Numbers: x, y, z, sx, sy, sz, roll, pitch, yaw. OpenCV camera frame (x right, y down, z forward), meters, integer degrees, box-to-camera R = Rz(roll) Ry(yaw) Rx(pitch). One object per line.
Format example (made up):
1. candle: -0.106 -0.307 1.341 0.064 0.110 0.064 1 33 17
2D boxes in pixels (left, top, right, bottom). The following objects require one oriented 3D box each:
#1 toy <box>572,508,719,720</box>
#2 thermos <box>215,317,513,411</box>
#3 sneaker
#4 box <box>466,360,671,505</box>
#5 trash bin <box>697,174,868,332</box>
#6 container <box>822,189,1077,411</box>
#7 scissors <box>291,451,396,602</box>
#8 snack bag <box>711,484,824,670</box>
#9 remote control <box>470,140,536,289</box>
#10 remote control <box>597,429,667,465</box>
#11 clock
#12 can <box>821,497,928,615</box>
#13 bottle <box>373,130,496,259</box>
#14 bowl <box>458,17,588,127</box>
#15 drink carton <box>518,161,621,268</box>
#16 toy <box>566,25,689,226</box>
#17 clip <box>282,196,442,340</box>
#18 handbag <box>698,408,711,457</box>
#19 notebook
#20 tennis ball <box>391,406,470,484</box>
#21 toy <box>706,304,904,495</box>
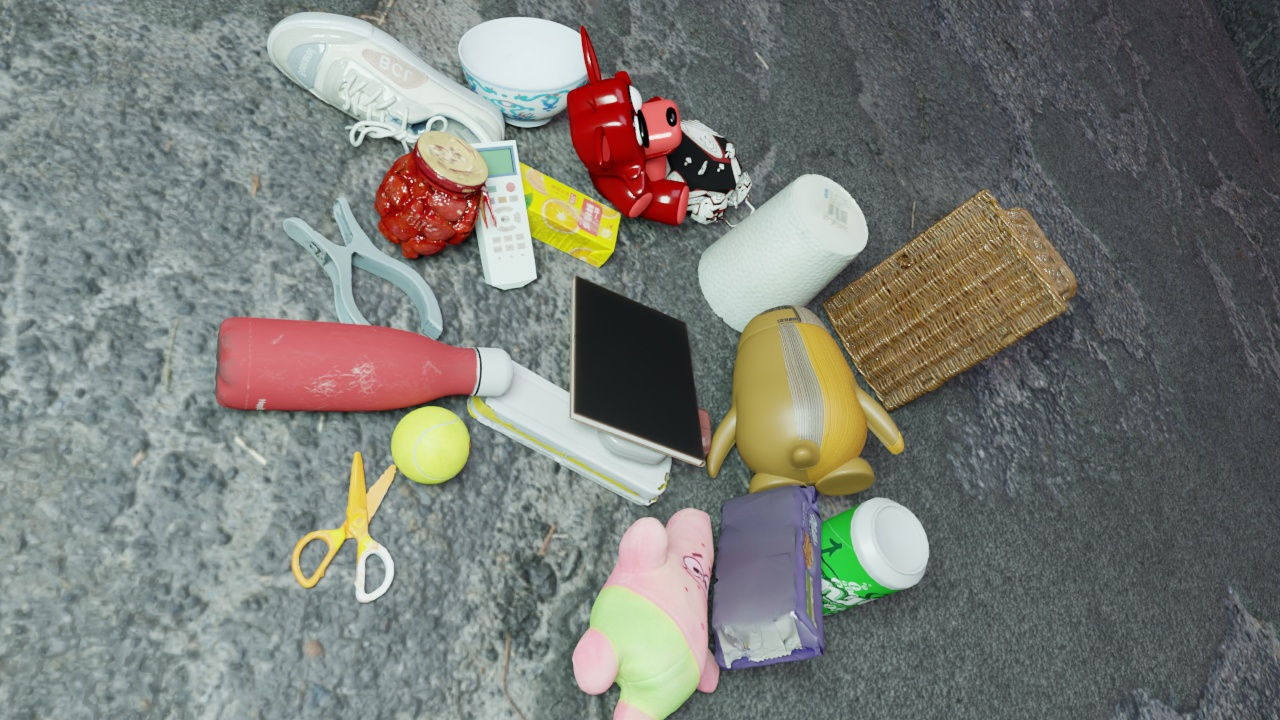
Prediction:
1. toy: 0.022 0.214 0.806 0.192 0.097 0.236 67 32 -25
2. thermos: -0.223 0.007 0.767 0.239 0.073 0.073 3 63 -27
3. sneaker: -0.244 -0.253 0.897 0.242 0.090 0.090 23 38 -25
4. box: -0.063 0.068 0.874 0.209 0.033 0.064 30 49 -16
5. trash bin: 0.164 -0.122 1.042 0.133 0.162 0.133 15 57 -25
6. container: 0.391 -0.077 1.123 0.182 0.251 0.162 -19 75 -48
7. scissors: -0.221 0.136 0.745 0.097 0.012 0.132 36 52 -12
8. snack bag: 0.116 0.188 0.841 0.204 0.096 0.058 -76 144 -57
9. remote control: -0.140 -0.143 0.913 0.049 0.024 0.143 -13 101 -30
10. remote control: -0.010 0.036 0.906 0.074 0.019 0.150 18 39 -25
11. clock: 0.081 -0.225 1.105 0.154 0.065 0.114 47 47 4
12. can: 0.208 0.195 0.904 0.087 0.140 0.087 15 57 -25
13. bottle: -0.191 -0.150 0.861 0.099 0.111 0.098 26 38 -22
14. bowl: -0.125 -0.305 1.004 0.144 0.074 0.143 4 48 -5
15. drink carton: -0.089 -0.156 0.977 0.134 0.043 0.058 24 52 -20
16. toy: -0.014 -0.236 0.970 0.197 0.121 0.158 40 43 -70
17. clip: -0.237 -0.085 0.852 0.127 0.028 0.167 -32 85 -42
18. handbag: 0.014 0.064 0.932 0.119 0.029 0.055 14 53 -20
19. notebook: -0.005 0.005 0.919 0.141 0.008 0.208 22 36 -21
20. tennis ball: -0.177 0.072 0.775 0.065 0.065 0.065 15 57 -25
21. toy: 0.162 0.039 0.975 0.199 0.163 0.203 -10 60 7
